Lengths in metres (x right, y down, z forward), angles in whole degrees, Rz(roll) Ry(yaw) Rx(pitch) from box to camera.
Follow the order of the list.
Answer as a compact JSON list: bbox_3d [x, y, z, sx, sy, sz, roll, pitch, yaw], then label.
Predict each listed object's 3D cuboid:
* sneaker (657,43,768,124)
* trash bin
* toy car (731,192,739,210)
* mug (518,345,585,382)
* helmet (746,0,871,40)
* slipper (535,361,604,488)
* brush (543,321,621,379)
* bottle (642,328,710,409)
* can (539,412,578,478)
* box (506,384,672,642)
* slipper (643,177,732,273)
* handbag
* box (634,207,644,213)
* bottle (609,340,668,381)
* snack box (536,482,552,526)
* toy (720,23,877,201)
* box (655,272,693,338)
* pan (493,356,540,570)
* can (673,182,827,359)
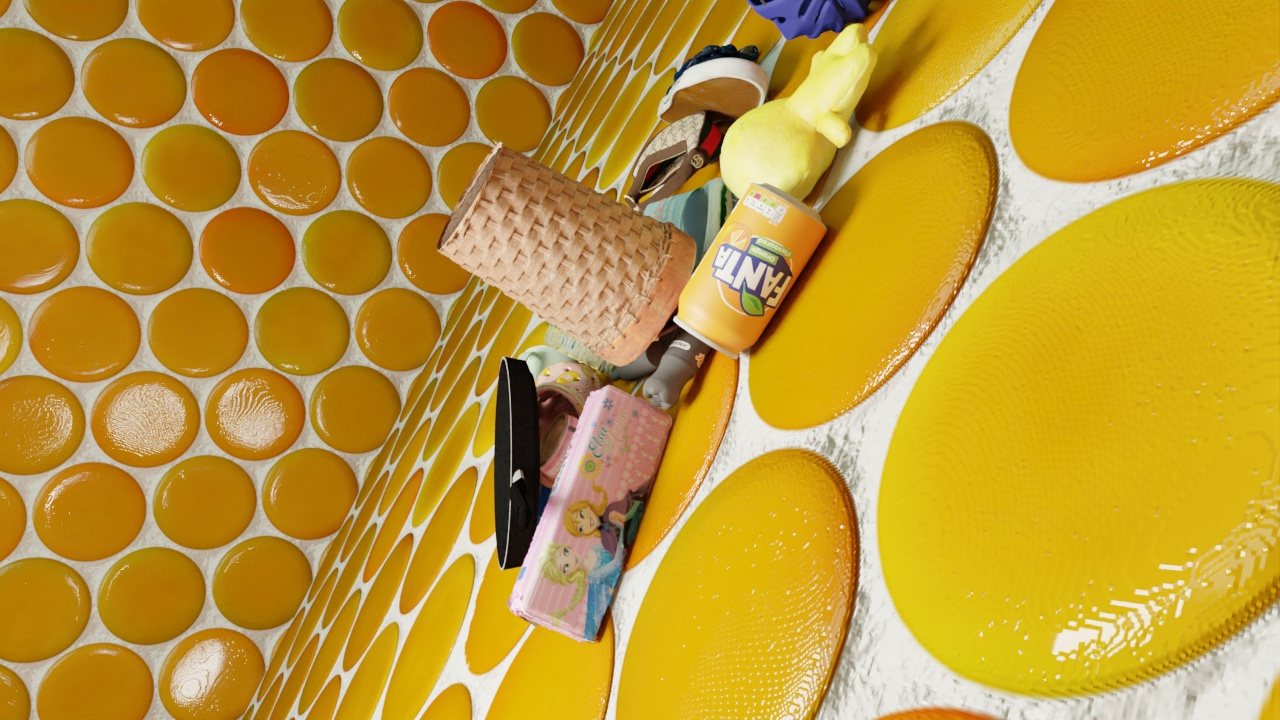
[{"bbox_3d":[0.105,-0.380,1.203,0.294,0.120,0.127,-146,72,-75],"label":"sneaker"},{"bbox_3d":[-0.072,-0.109,0.890,0.152,0.210,0.151,-50,21,27],"label":"trash bin"},{"bbox_3d":[0.090,-0.171,1.041,0.090,0.027,0.038,6,75,68],"label":"toy car"},{"bbox_3d":[-0.129,0.037,1.192,0.084,0.111,0.103,-3,62,29],"label":"mug"},{"bbox_3d":[0.154,-0.443,0.959,0.148,0.227,0.241,-44,24,18],"label":"helmet"},{"bbox_3d":[-0.092,0.058,1.067,0.093,0.081,0.197,-18,38,9],"label":"slipper"},{"bbox_3d":[-0.055,-0.030,1.127,0.136,0.055,0.075,26,95,44],"label":"brush"},{"bbox_3d":[0.042,-0.003,0.888,0.109,0.036,0.036,-56,15,-23],"label":"bottle"},{"bbox_3d":[-0.062,0.100,0.963,0.067,0.076,0.067,-52,19,27],"label":"can"},{"bbox_3d":[-0.051,0.141,0.860,0.077,0.084,0.229,-34,32,59],"label":"box"},{"bbox_3d":[0.030,-0.126,1.026,0.246,0.074,0.104,156,118,-66],"label":"slipper"},{"bbox_3d":[0.038,-0.256,1.214,0.167,0.063,0.138,-5,46,57],"label":"handbag"},{"bbox_3d":[-0.034,-0.108,1.253,0.118,0.050,0.205,-37,30,46],"label":"box"},{"bbox_3d":[-0.006,0.006,1.028,0.113,0.030,0.030,-27,37,60],"label":"bottle"},{"bbox_3d":[-0.119,0.148,1.113,0.087,0.034,0.151,-44,24,42],"label":"snack box"},{"bbox_3d":[0.146,-0.216,0.856,0.208,0.092,0.133,-44,27,36],"label":"toy"},{"bbox_3d":[0.035,-0.057,0.953,0.076,0.036,0.215,-38,6,-30],"label":"box"},{"bbox_3d":[-0.121,0.114,0.918,0.356,0.034,0.225,-160,71,-76],"label":"pan"},{"bbox_3d":[0.094,-0.079,0.803,0.142,0.079,0.079,-58,18,8],"label":"can"}]
